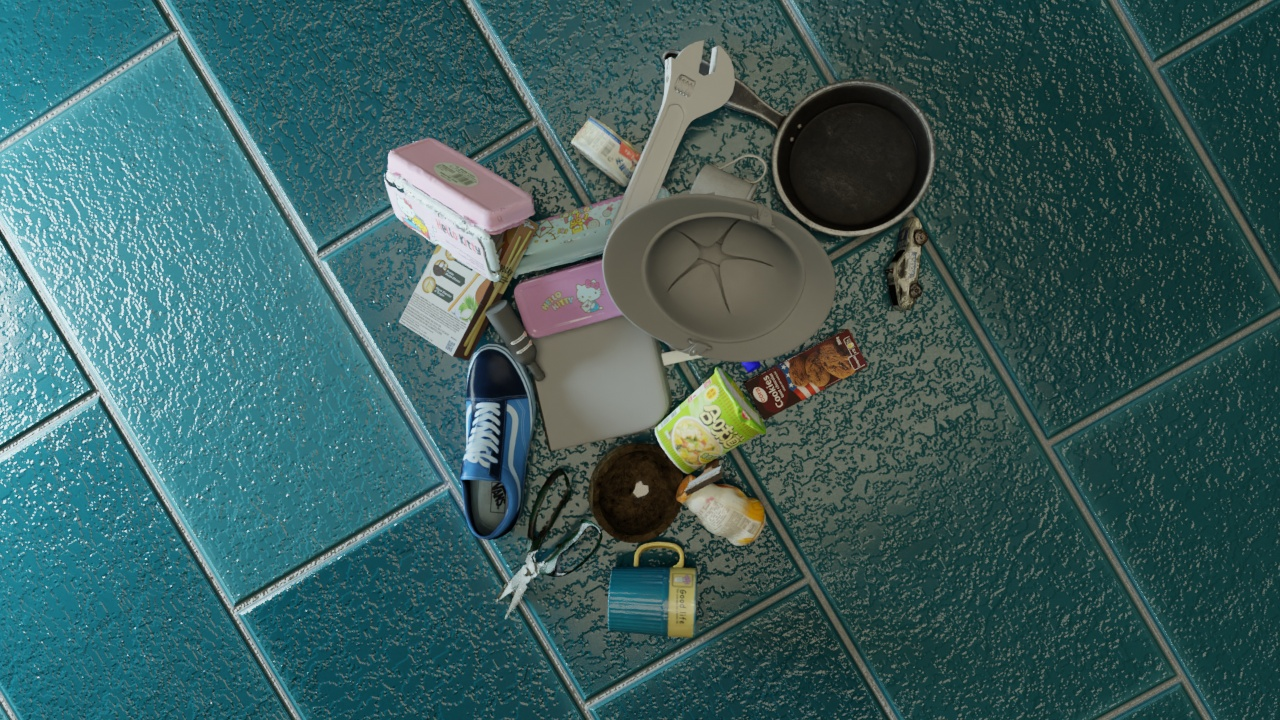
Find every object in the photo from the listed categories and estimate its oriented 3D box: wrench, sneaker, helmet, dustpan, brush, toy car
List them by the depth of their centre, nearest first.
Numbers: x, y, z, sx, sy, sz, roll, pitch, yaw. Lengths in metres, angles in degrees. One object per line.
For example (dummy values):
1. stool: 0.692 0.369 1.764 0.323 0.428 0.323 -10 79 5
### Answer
1. helmet: 0.079 -0.109 1.025 0.271 0.117 0.184 17 114 -20
2. wrench: 0.033 -0.244 1.071 0.086 0.018 0.273 23 87 -22
3. brush: 0.081 0.130 1.080 0.045 0.143 0.008 -29 89 12
4. toy car: 0.317 -0.117 1.104 0.040 0.048 0.113 5 91 -1
5. sneaker: -0.177 0.100 1.113 0.083 0.098 0.241 0 92 6
6. dustpan: -0.007 0.007 1.138 0.258 0.033 0.163 -13 91 12

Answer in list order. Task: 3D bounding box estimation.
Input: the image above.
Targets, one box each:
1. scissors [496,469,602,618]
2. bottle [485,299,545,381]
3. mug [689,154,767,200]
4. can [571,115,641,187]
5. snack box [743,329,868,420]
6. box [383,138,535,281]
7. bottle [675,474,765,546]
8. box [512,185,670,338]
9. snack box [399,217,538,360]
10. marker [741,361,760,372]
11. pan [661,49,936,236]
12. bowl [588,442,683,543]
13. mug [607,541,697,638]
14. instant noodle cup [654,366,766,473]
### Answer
1. scissors: -0.130 0.226 1.144 0.210 0.015 0.146 -42 51 26
2. bottle: -0.147 -0.020 1.111 0.030 0.030 0.113 -27 120 3
3. mug: 0.099 -0.198 1.092 0.070 0.084 0.113 25 103 4
4. can: -0.038 -0.250 1.098 0.086 0.086 0.043 39 95 1
5. snack box: 0.201 0.017 1.124 0.141 0.031 0.051 -28 91 4
6. box: -0.218 -0.177 1.093 0.202 0.086 0.103 33 135 29
7. bottle: 0.096 0.179 1.112 0.109 0.063 0.063 31 94 -14
8. box: -0.055 -0.120 1.107 0.214 0.049 0.150 -15 81 11
9. snack box: -0.210 -0.106 1.118 0.101 0.031 0.186 30 94 29
10. marker: 0.100 -0.048 1.115 0.020 0.020 0.141 -33 75 4
11. pan: 0.180 -0.282 1.104 0.357 0.055 0.187 32 94 14
12. bowl: -0.013 0.157 1.123 0.121 0.056 0.121 -2 96 -24
13. mug: 0.017 0.280 1.129 0.107 0.083 0.113 1 64 6
14. instant noodle cup: 0.080 0.078 1.107 0.108 0.098 0.099 -37 90 12
